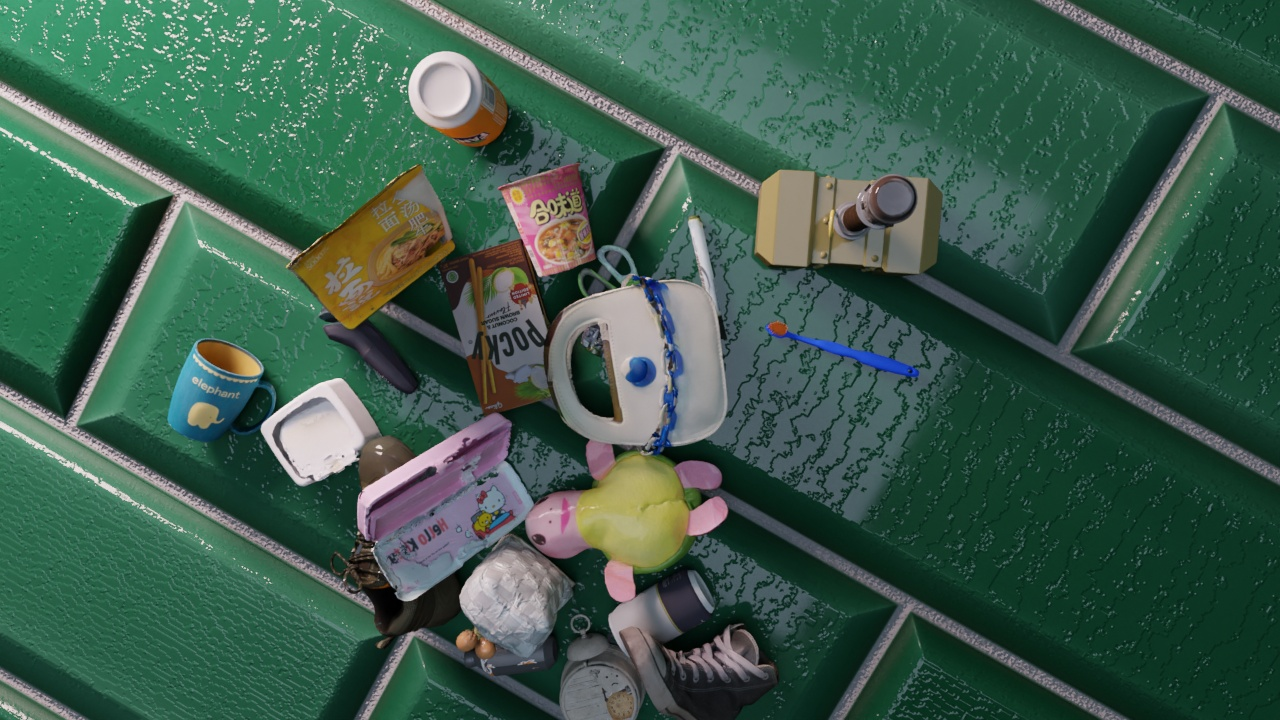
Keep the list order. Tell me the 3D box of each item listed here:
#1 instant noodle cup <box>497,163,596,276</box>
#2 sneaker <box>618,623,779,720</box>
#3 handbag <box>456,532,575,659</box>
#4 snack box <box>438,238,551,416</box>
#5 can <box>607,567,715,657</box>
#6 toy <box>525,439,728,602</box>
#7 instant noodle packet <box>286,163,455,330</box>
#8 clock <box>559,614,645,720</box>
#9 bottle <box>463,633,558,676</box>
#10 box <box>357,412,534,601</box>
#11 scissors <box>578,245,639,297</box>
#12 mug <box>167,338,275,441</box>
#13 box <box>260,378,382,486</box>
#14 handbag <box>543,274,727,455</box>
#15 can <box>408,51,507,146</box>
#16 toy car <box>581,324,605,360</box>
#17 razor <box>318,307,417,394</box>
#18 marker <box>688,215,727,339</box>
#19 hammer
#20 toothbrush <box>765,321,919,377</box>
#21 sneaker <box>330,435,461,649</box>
[{"bbox_3d":[-0.099,-0.157,1.038,0.098,0.097,0.108,-16,101,6],"label":"instant noodle cup"},{"bbox_3d":[0.067,0.335,1.017,0.120,0.095,0.235,-39,127,1],"label":"sneaker"},{"bbox_3d":[-0.149,0.275,1.030,0.112,0.171,0.123,41,96,1],"label":"handbag"},{"bbox_3d":[-0.159,-0.038,1.077,0.101,0.031,0.186,-16,93,6],"label":"snack box"},{"bbox_3d":[0.020,0.298,1.072,0.127,0.064,0.064,-31,91,6],"label":"can"},{"bbox_3d":[-0.018,0.177,1.053,0.238,0.088,0.190,-14,76,7],"label":"toy"},{"bbox_3d":[-0.285,-0.124,0.971,0.163,0.222,0.084,-39,91,-11],"label":"instant noodle packet"},{"bbox_3d":[-0.053,0.377,1.086,0.103,0.061,0.157,-16,95,6],"label":"clock"},{"bbox_3d":[-0.156,0.352,1.100,0.112,0.047,0.047,-9,93,5],"label":"bottle"},{"bbox_3d":[-0.219,0.156,1.032,0.073,0.201,0.150,15,124,40],"label":"box"},{"bbox_3d":[0.000,-0.055,1.074,0.078,0.032,0.175,-44,86,3],"label":"scissors"},{"bbox_3d":[-0.497,0.045,1.095,0.112,0.084,0.104,27,103,-26],"label":"mug"},{"bbox_3d":[-0.381,0.089,1.086,0.107,0.076,0.102,-33,90,8],"label":"box"},{"bbox_3d":[-0.006,0.006,1.013,0.199,0.093,0.201,-11,97,-1],"label":"handbag"},{"bbox_3d":[-0.195,-0.282,1.006,0.079,0.142,0.079,0,94,5],"label":"can"},{"bbox_3d":[-0.018,-0.013,1.067,0.105,0.033,0.048,31,89,-11],"label":"toy car"},{"bbox_3d":[-0.321,-0.013,1.090,0.052,0.047,0.143,-44,93,-18],"label":"razor"},{"bbox_3d":[0.077,-0.095,1.062,0.017,0.017,0.146,-12,93,5],"label":"marker"},{"bbox_3d":[0.216,-0.141,0.891,0.190,0.324,0.100,4,94,4],"label":"hammer"},{"bbox_3d":[0.232,-0.012,1.054,0.182,0.018,0.016,17,71,4],"label":"toothbrush"},{"bbox_3d":[-0.304,0.215,1.046,0.101,0.142,0.238,-10,98,39],"label":"sneaker"}]
